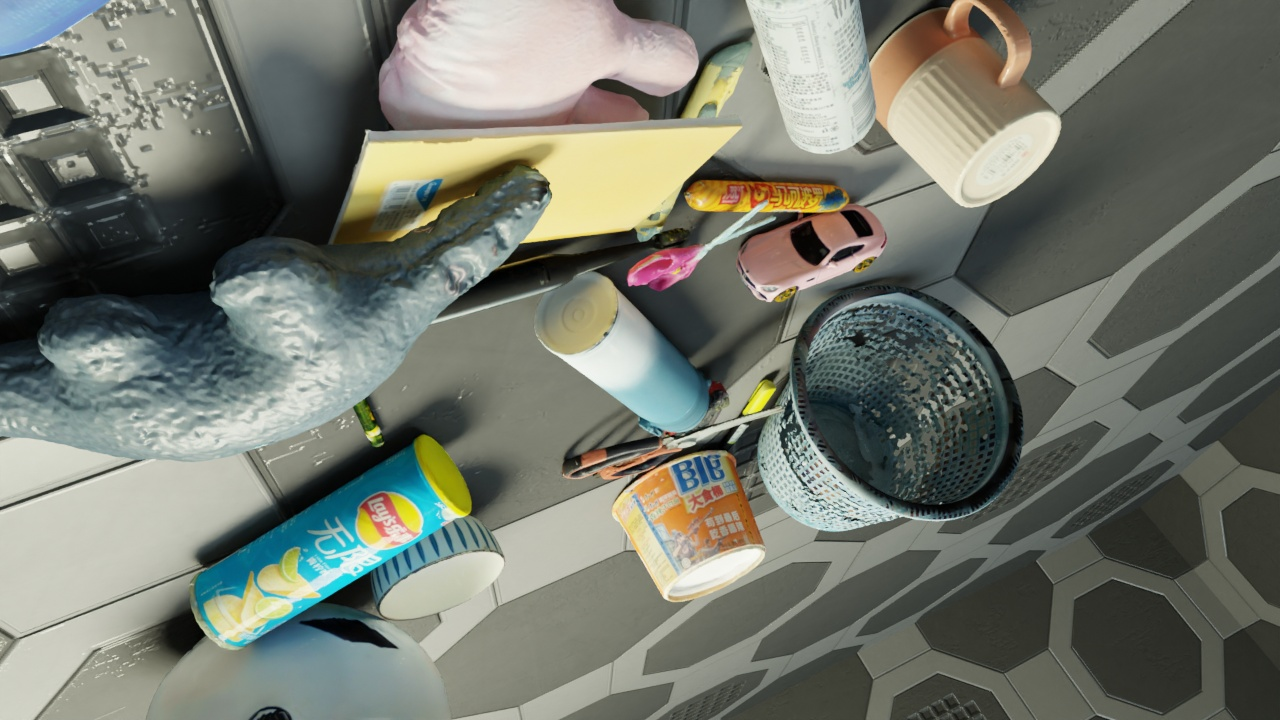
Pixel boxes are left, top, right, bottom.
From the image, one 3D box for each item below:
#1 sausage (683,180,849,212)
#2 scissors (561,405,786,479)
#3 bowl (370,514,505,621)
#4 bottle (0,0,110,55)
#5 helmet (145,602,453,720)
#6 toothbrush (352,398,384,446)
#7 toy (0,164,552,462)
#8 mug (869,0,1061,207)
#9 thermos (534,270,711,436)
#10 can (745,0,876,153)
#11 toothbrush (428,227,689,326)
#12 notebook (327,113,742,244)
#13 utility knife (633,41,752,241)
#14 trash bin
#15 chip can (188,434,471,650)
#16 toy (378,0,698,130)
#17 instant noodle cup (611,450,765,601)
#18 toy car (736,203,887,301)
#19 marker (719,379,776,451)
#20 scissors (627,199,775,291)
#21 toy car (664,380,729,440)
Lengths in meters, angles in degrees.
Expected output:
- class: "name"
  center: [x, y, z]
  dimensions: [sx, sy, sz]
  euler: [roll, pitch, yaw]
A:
- class: "sausage"
  center: [0.094, -0.117, 0.659]
  dimensions: [0.164, 0.021, 0.022]
  euler: [-7, 143, -36]
- class: "scissors"
  center: [0.033, 0.078, 0.845]
  dimensions: [0.206, 0.015, 0.194]
  euler: [-7, 160, -13]
- class: "bowl"
  center: [-0.185, 0.173, 0.812]
  dimensions: [0.116, 0.066, 0.117]
  euler: [-22, 150, -13]
- class: "bottle"
  center: [-0.196, -0.151, 0.306]
  dimensions: [0.219, 0.065, 0.065]
  euler: [-30, 151, 2]
- class: "helmet"
  center: [-0.296, 0.287, 0.798]
  dimensions: [0.259, 0.145, 0.229]
  euler: [-18, 156, 1]
- class: "toothbrush"
  center: [-0.192, 0.008, 0.608]
  dimensions: [0.017, 0.012, 0.186]
  euler: [-32, 153, -20]
- class: "toy"
  center: [-0.208, -0.011, 0.476]
  dimensions: [0.356, 0.091, 0.138]
  euler: [-18, 145, -3]
- class: "mug"
  center: [0.211, -0.174, 0.591]
  dimensions: [0.081, 0.106, 0.115]
  euler: [-18, 149, -21]
- class: "thermos"
  center: [-0.004, 0.004, 0.715]
  dimensions: [0.070, 0.070, 0.220]
  euler: [-34, 150, 7]
- class: "can"
  center: [0.099, -0.182, 0.526]
  dimensions: [0.058, 0.058, 0.147]
  euler: [-33, 150, 5]
- class: "toothbrush"
  center: [-0.064, -0.057, 0.601]
  dimensions: [0.212, 0.026, 0.027]
  euler: [-18, 180, -18]
- class: "notebook"
  center: [-0.063, -0.094, 0.512]
  dimensions: [0.205, 0.010, 0.146]
  euler: [-11, 169, -29]
- class: "utility knife"
  center: [0.028, -0.133, 0.588]
  dimensions: [0.030, 0.018, 0.163]
  euler: [-5, 147, -30]
- class: "trash bin"
  center: [0.215, 0.070, 0.893]
  dimensions: [0.226, 0.226, 0.196]
  euler: [-17, 161, -23]
- class: "chip can"
  center: [-0.238, 0.141, 0.710]
  dimensions: [0.210, 0.071, 0.071]
  euler: [-32, 151, 2]
- class: "toy"
  center: [-0.049, -0.143, 0.458]
  dimensions: [0.159, 0.054, 0.122]
  euler: [1, 147, -42]
- class: "instant noodle cup"
  center: [0.059, 0.183, 0.992]
  dimensions: [0.151, 0.111, 0.152]
  euler: [-20, 151, -11]
- class: "toy car"
  center: [0.133, -0.086, 0.708]
  dimensions: [0.122, 0.056, 0.037]
  euler: [-22, 153, -14]
- class: "marker"
  center: [0.110, 0.060, 0.957]
  dimensions: [0.018, 0.015, 0.124]
  euler: [-13, 149, -30]
- class: "scissors"
  center: [0.041, -0.076, 0.648]
  dimensions: [0.133, 0.017, 0.136]
  euler: [-25, 172, -24]
- class: "toy car"
  center: [0.050, 0.054, 0.874]
  dimensions: [0.049, 0.031, 0.106]
  euler: [-18, 154, -18]
